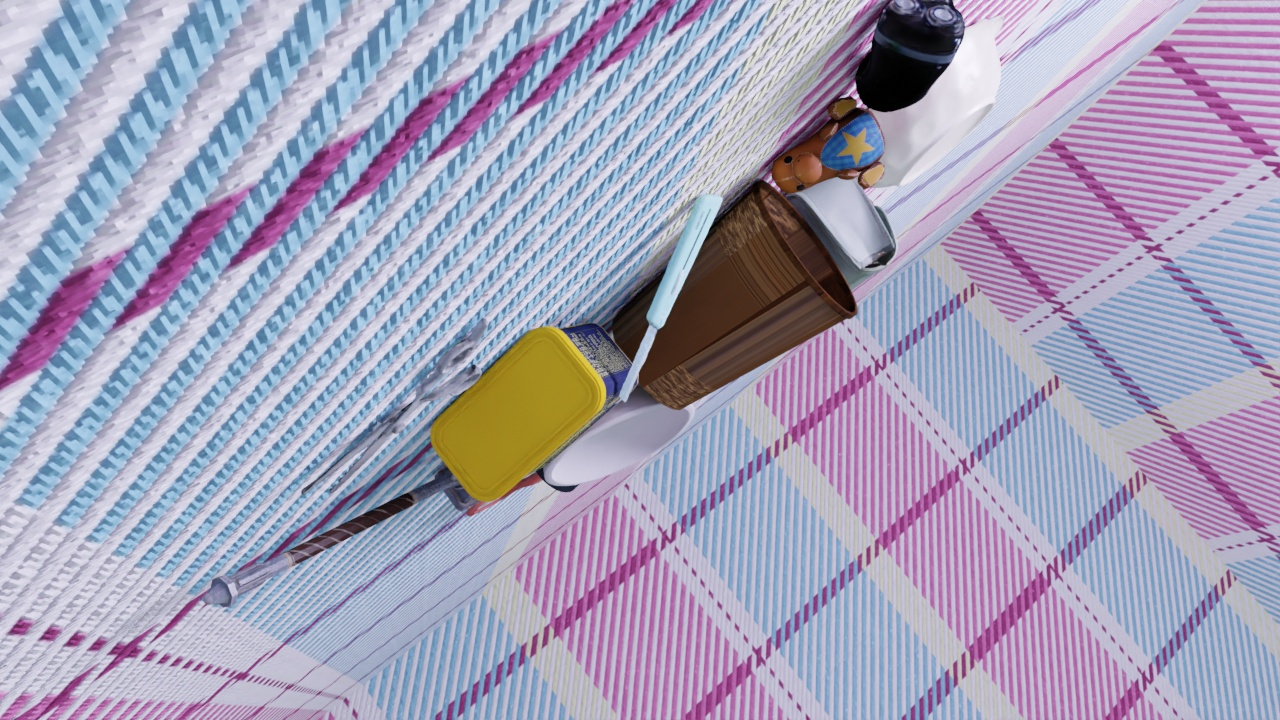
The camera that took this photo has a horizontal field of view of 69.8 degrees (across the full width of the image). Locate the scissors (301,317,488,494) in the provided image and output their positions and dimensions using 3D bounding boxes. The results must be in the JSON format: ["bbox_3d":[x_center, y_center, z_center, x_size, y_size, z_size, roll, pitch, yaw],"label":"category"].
[{"bbox_3d":[-0.150,0.031,0.585,0.141,0.014,0.159,-36,171,-39],"label":"scissors"}]

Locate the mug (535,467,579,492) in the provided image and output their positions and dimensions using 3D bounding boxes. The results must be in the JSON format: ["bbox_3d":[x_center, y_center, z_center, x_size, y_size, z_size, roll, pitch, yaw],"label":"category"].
[{"bbox_3d":[-0.086,0.096,1.031,0.078,0.071,0.105,-43,144,23],"label":"mug"}]

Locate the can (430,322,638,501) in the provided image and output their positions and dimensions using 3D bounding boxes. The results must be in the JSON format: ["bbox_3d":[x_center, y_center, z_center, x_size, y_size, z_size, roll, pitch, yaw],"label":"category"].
[{"bbox_3d":[-0.077,0.035,0.709,0.135,0.075,0.104,-41,173,17],"label":"can"}]

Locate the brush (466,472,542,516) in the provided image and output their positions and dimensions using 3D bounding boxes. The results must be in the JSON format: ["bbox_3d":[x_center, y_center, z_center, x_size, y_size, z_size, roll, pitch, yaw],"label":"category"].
[{"bbox_3d":[-0.154,0.141,1.070,0.041,0.030,0.172,-43,169,22],"label":"brush"}]

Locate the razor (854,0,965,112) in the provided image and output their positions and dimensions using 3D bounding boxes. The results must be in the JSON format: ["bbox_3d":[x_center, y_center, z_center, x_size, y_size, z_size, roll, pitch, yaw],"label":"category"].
[{"bbox_3d":[0.176,-0.205,0.618,0.140,0.053,0.063,3,105,-86],"label":"razor"}]

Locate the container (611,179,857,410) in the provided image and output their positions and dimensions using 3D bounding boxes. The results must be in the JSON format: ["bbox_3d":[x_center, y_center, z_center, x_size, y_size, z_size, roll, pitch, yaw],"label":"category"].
[{"bbox_3d":[0.071,-0.045,0.761,0.168,0.132,0.132,-36,173,23],"label":"container"}]

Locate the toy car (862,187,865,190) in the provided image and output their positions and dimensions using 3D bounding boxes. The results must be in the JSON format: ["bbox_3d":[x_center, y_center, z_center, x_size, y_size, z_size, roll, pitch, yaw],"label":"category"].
[{"bbox_3d":[0.210,-0.176,0.947,0.039,0.027,0.089,-47,168,30],"label":"toy car"}]

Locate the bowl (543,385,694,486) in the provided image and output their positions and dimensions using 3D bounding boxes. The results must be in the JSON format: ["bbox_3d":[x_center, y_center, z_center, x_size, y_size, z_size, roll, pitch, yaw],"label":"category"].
[{"bbox_3d":[-0.026,0.061,0.841,0.149,0.043,0.150,-23,158,-10],"label":"bowl"}]

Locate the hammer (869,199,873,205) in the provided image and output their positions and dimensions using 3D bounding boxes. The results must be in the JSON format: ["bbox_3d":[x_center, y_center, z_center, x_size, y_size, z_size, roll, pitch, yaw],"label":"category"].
[{"bbox_3d":[0.172,-0.121,1.064,0.313,0.035,0.138,-35,171,-29],"label":"hammer"}]

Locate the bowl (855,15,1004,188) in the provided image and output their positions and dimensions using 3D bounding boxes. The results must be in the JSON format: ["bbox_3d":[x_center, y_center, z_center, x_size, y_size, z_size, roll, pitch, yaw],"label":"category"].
[{"bbox_3d":[0.262,-0.218,0.842,0.219,0.060,0.188,-38,171,2],"label":"bowl"}]

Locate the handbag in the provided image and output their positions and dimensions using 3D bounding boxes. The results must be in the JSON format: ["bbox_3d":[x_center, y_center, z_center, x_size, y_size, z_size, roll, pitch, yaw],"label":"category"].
[{"bbox_3d":[0.168,-0.108,0.847,0.067,0.106,0.122,-33,176,-23],"label":"handbag"}]

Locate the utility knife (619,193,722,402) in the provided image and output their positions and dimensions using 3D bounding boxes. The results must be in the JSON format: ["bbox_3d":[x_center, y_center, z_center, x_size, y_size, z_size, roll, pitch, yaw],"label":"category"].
[{"bbox_3d":[0.017,-0.045,0.669,0.022,0.015,0.166,14,104,-45],"label":"utility knife"}]

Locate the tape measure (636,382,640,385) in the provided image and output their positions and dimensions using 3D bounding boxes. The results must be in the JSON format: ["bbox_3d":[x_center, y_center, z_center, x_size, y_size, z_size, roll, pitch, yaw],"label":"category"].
[{"bbox_3d":[-0.005,0.005,0.892,0.058,0.058,0.038,-27,165,-35],"label":"tape measure"}]

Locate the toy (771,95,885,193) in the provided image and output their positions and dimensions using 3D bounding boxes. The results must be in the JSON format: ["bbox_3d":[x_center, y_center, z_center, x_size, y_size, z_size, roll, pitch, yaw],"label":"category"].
[{"bbox_3d":[0.143,-0.164,0.726,0.090,0.070,0.103,-27,-165,5],"label":"toy"}]

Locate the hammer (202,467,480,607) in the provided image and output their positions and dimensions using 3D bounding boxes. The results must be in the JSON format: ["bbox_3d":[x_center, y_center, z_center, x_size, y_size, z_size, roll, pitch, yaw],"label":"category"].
[{"bbox_3d":[-0.199,0.118,0.720,0.099,0.044,0.321,-44,170,30],"label":"hammer"}]
